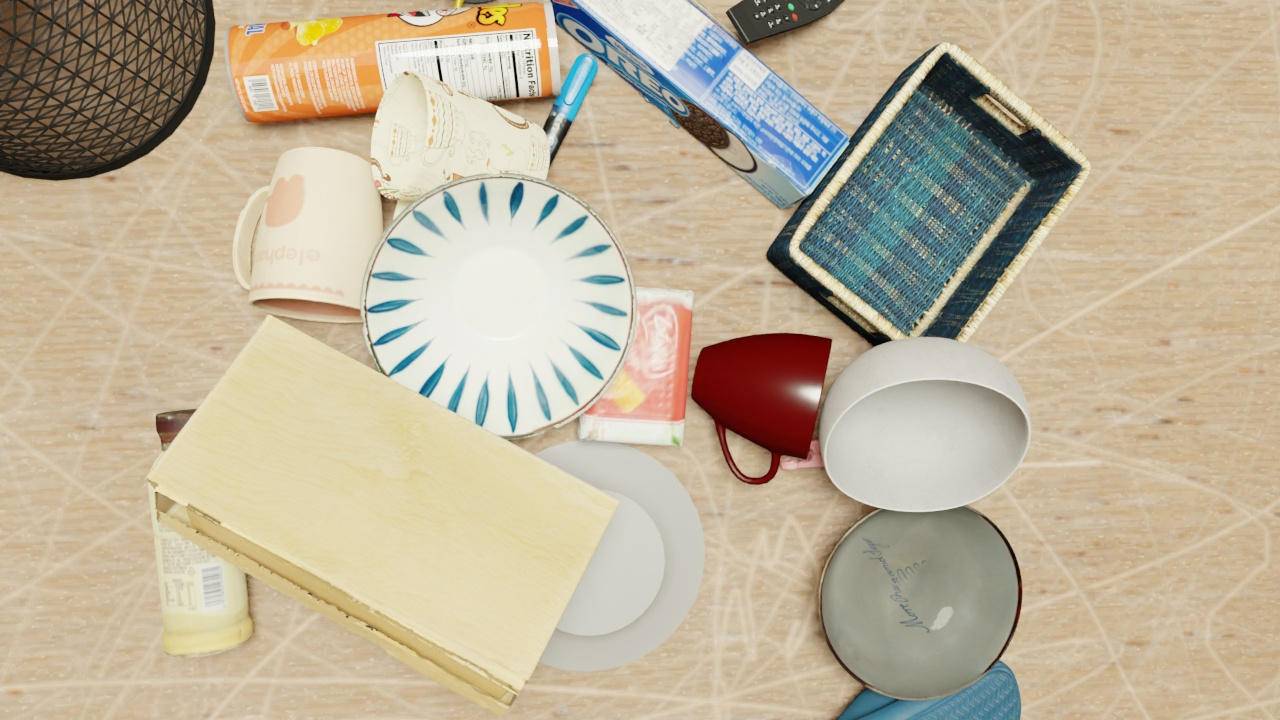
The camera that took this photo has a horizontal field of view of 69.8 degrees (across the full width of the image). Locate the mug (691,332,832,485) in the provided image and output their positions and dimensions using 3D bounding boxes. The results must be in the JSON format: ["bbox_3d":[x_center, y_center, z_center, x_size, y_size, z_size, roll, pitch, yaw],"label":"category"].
[{"bbox_3d":[0.081,0.032,0.654,0.088,0.087,0.114,12,96,11],"label":"mug"}]

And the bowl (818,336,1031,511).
[{"bbox_3d":[0.186,0.036,0.615,0.132,0.064,0.132,3,133,3],"label":"bowl"}]

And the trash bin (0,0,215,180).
[{"bbox_3d":[-0.389,-0.228,0.505,0.217,0.243,0.217,0,92,-6],"label":"trash bin"}]

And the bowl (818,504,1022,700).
[{"bbox_3d":[0.198,0.169,0.679,0.150,0.057,0.150,0,91,-6],"label":"bowl"}]

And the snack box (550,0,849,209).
[{"bbox_3d":[0.040,-0.201,0.647,0.226,0.059,0.059,38,85,-7],"label":"snack box"}]

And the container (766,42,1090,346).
[{"bbox_3d":[0.203,-0.107,0.661,0.145,0.071,0.187,37,88,-6],"label":"container"}]

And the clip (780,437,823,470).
[{"bbox_3d":[0.133,0.074,0.688,0.059,0.022,0.038,-3,95,-1],"label":"clip"}]

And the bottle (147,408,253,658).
[{"bbox_3d":[-0.300,0.114,0.623,0.056,0.056,0.162,-4,92,-6],"label":"bottle"}]

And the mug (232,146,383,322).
[{"bbox_3d":[-0.226,-0.083,0.617,0.112,0.085,0.104,1,81,22],"label":"mug"}]

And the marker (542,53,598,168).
[{"bbox_3d":[-0.062,-0.164,0.659,0.018,0.015,0.123,26,91,-7],"label":"marker"}]

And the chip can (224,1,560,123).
[{"bbox_3d":[-0.162,-0.202,0.622,0.210,0.062,0.062,-7,93,-6],"label":"chip can"}]

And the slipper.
[{"bbox_3d":[0.194,0.289,0.684,0.213,0.059,0.104,-19,104,-19],"label":"slipper"}]

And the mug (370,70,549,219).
[{"bbox_3d":[-0.124,-0.122,0.618,0.097,0.081,0.122,5,120,-41],"label":"mug"}]

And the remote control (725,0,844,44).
[{"bbox_3d":[0.103,-0.251,0.646,0.124,0.010,0.039,-37,96,-36],"label":"remote control"}]

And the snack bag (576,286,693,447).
[{"bbox_3d":[-0.004,0.004,0.661,0.077,0.036,0.116,4,92,-6],"label":"snack bag"}]

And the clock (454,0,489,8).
[{"bbox_3d":[-0.122,-0.306,0.629,0.089,0.051,0.124,-22,94,-4],"label":"clock"}]

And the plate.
[{"bbox_3d":[-0.036,0.145,0.671,0.172,0.019,0.173,0,92,-6],"label":"plate"}]

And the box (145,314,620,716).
[{"bbox_3d":[-0.154,0.092,0.567,0.249,0.140,0.123,29,130,0],"label":"box"}]

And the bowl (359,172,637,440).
[{"bbox_3d":[-0.094,-0.040,0.624,0.177,0.071,0.177,-2,106,-8],"label":"bowl"}]
